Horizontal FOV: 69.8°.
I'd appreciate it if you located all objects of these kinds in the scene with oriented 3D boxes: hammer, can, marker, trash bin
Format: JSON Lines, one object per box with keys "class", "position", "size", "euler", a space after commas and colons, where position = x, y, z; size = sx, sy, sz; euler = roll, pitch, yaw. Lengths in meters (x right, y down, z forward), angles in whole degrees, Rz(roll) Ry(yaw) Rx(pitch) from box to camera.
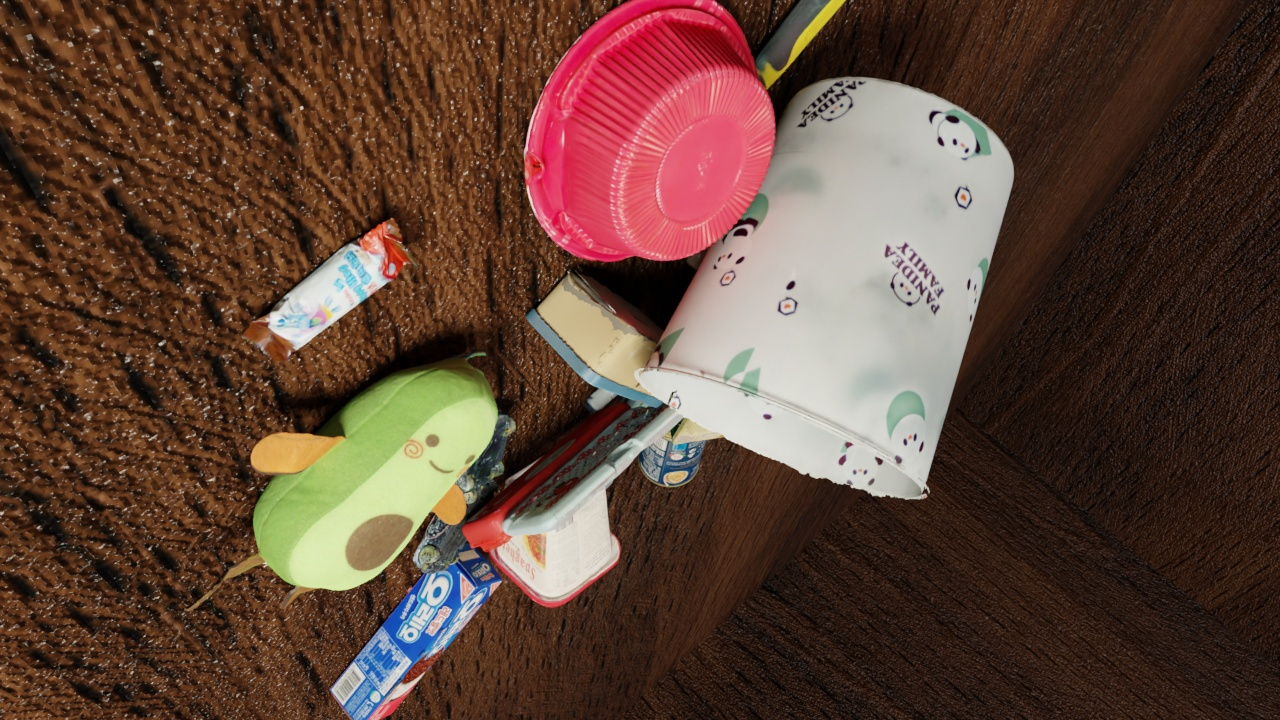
{"class": "hammer", "position": [0.099, -0.227, 0.696], "size": [0.323, 0.032, 0.126], "euler": [-49, 158, 6]}
{"class": "can", "position": [0.040, 0.090, 1.076], "size": [0.075, 0.075, 0.111], "euler": [-35, 155, -26]}
{"class": "marker", "position": [-0.006, 0.005, 0.927], "size": [0.130, 0.018, 0.023], "euler": [-42, 149, -13]}
{"class": "trash bin", "position": [0.148, -0.054, 0.696], "size": [0.251, 0.230, 0.229], "euler": [-66, 161, -10]}

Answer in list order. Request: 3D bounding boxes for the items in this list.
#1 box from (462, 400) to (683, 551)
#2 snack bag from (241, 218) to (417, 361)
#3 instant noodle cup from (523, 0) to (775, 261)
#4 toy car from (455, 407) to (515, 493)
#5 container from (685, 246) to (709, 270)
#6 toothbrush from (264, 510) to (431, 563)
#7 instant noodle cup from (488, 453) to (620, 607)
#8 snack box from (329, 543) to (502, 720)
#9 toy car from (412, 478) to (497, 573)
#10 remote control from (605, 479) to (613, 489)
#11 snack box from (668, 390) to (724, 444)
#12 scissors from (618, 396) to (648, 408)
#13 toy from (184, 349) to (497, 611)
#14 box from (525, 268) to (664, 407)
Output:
{"class": "box", "position": [-0.057, 0.097, 0.832], "size": [0.200, 0.038, 0.158], "euler": [-39, -172, -39]}
{"class": "snack bag", "position": [-0.176, -0.040, 0.526], "size": [0.105, 0.026, 0.045], "euler": [-40, 161, -10]}
{"class": "instant noodle cup", "position": [0.022, -0.138, 0.606], "size": [0.193, 0.066, 0.194], "euler": [-26, 138, -27]}
{"class": "toy car", "position": [-0.137, 0.076, 0.787], "size": [0.042, 0.034, 0.091], "euler": [-23, 146, -40]}
{"class": "container", "position": [0.119, -0.111, 0.860], "size": [0.111, 0.090, 0.089], "euler": [-56, 156, 15]}
{"class": "toothbrush", "position": [-0.229, 0.137, 0.753], "size": [0.018, 0.016, 0.191], "euler": [-47, 161, 30]}
{"class": "instant noodle cup", "position": [-0.088, 0.168, 0.948], "size": [0.116, 0.116, 0.124], "euler": [-31, 142, -35]}
{"class": "snack box", "position": [-0.231, 0.282, 0.944], "size": [0.208, 0.057, 0.058], "euler": [-51, 161, 10]}
{"class": "toy car", "position": [-0.172, 0.150, 0.851], "size": [0.105, 0.031, 0.049], "euler": [-56, 160, -4]}
{"class": "remote control", "position": [-0.088, 0.172, 1.062], "size": [0.136, 0.020, 0.056], "euler": [-43, 157, -8]}
{"class": "snack box", "position": [0.097, 0.022, 0.914], "size": [0.114, 0.063, 0.240], "euler": [-8, 162, -9]}
{"class": "scissors", "position": [0.030, 0.003, 0.956], "size": [0.180, 0.019, 0.139], "euler": [-49, 170, 15]}
{"class": "toy", "position": [-0.191, 0.090, 0.638], "size": [0.247, 0.090, 0.227], "euler": [-48, 156, 1]}
{"class": "box", "position": [-0.021, -0.016, 0.767], "size": [0.060, 0.090, 0.184], "euler": [-49, 156, 9]}
